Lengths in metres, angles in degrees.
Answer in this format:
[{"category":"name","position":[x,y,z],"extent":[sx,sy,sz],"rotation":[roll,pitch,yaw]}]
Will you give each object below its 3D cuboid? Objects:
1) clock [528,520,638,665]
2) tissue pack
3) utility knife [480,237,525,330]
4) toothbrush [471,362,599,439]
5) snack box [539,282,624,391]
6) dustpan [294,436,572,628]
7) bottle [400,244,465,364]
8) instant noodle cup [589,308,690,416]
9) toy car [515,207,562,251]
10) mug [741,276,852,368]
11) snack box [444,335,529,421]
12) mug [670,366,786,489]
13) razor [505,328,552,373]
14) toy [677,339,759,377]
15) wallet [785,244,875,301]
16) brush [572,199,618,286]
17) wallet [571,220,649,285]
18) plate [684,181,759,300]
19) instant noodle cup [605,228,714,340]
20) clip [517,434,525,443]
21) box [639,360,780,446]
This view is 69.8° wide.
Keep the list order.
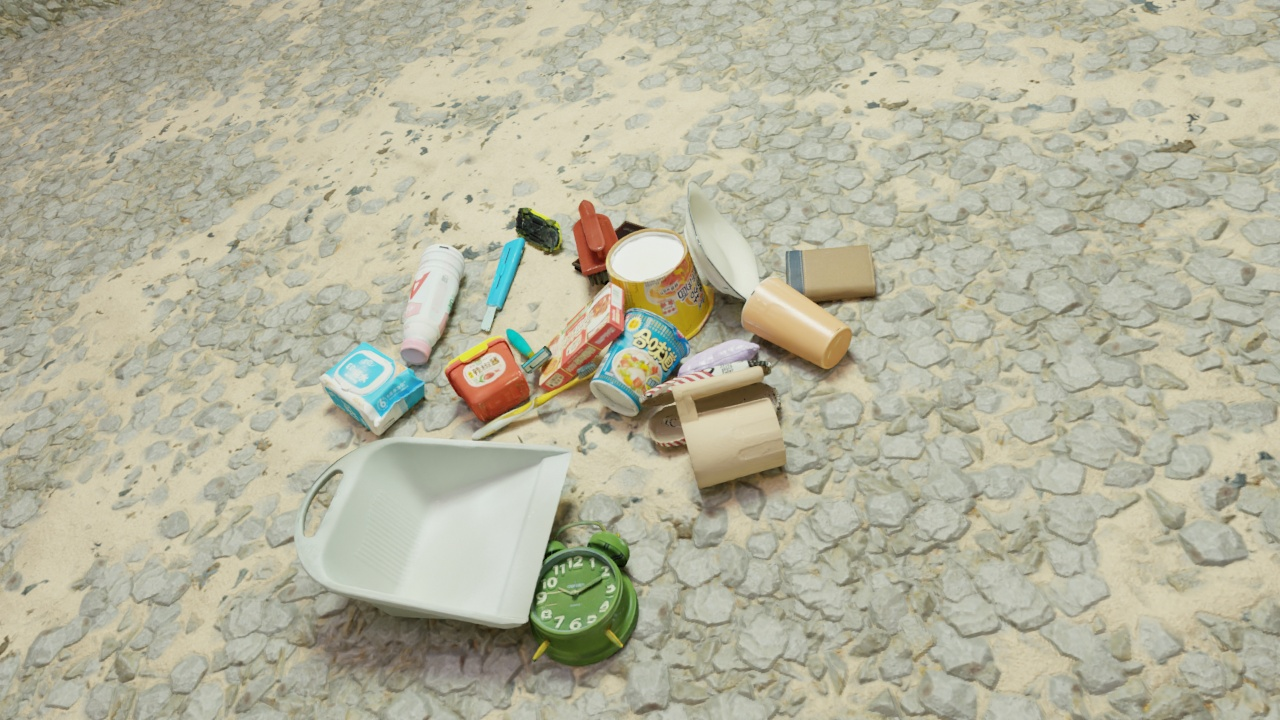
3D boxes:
[{"category":"clock","position":[-0.065,0.239,0.966],"extent":[0.116,0.056,0.161],"rotation":[-11,45,7]},{"category":"tissue pack","position":[-0.365,0.035,1.249],"extent":[0.140,0.063,0.089],"rotation":[27,60,35]},{"category":"utility knife","position":[-0.208,-0.113,1.371],"extent":[0.034,0.018,0.190],"rotation":[-6,48,19]},{"category":"toothbrush","position":[-0.136,0.052,1.167],"extent":[0.191,0.018,0.016],"rotation":[-29,38,7]},{"category":"snack box","position":[-0.076,-0.028,1.180],"extent":[0.153,0.025,0.075],"rotation":[-41,33,36]},{"category":"dustpan","position":[-0.239,0.171,1.004],"extent":[0.258,0.142,0.222],"rotation":[-17,42,31]},{"category":"bottle","position":[-0.308,-0.082,1.341],"extent":[0.068,0.068,0.196],"rotation":[-5,50,14]},{"category":"instant noodle cup","position":[-0.007,0.007,1.145],"extent":[0.099,0.099,0.109],"rotation":[20,64,32]},{"category":"toy car","position":[-0.155,-0.204,1.422],"extent":[0.032,0.048,0.105],"rotation":[-12,33,-43]},{"category":"mug","position":[0.197,-0.043,1.139],"extent":[0.078,0.078,0.123],"rotation":[-41,55,-21]},{"category":"snack box","position":[-0.196,0.027,1.197],"extent":[0.091,0.082,0.080],"rotation":[-32,60,-12]},{"category":"mug","position":[0.099,0.073,1.026],"extent":[0.103,0.125,0.084],"rotation":[-15,17,2]},{"category":"razor","position":[-0.158,-0.017,1.248],"extent":[0.043,0.028,0.132],"rotation":[-43,32,-6]},{"category":"toy","position":[0.097,0.002,1.137],"extent":[0.108,0.084,0.039],"rotation":[-23,84,8]},{"category":"wallet","position":[0.250,-0.115,1.217],"extent":[0.115,0.033,0.090],"rotation":[-6,49,11]},{"category":"brush","position":[-0.064,-0.175,1.319],"extent":[0.063,0.069,0.145],"rotation":[-17,40,0]},{"category":"wallet","position":[-0.028,-0.159,1.357],"extent":[0.096,0.020,0.122],"rotation":[28,59,36]},{"category":"plate","position":[0.103,-0.143,1.213],"extent":[0.034,0.164,0.163],"rotation":[-30,38,24]},{"category":"instant noodle cup","position":[0.019,-0.102,1.223],"extent":[0.138,0.110,0.137],"rotation":[-9,45,9]},{"category":"clip","position":[-0.125,0.122,1.114],"extent":[0.083,0.035,0.104],"rotation":[-23,37,0]},{"category":"box","position":[0.085,0.056,1.092],"extent":[0.163,0.076,0.087],"rotation":[-17,78,1]}]
